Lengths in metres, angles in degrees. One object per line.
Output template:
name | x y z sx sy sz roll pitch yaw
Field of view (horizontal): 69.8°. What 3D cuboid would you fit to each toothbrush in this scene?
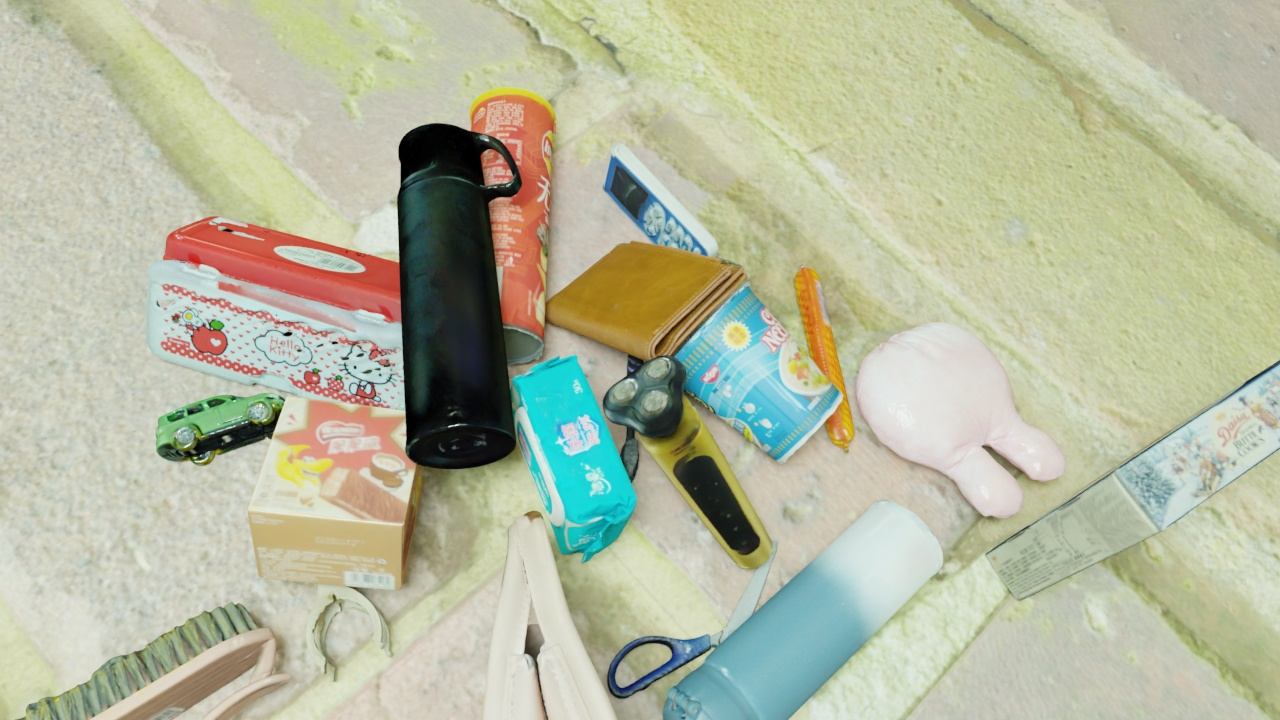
toothbrush | -0.004 0.004 0.712 0.014 0.017 0.188 5 64 -4

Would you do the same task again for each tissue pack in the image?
tissue pack | -0.049 0.070 0.634 0.050 0.093 0.133 -18 69 -18

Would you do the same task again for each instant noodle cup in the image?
instant noodle cup | 0.086 0.014 0.679 0.110 0.099 0.099 43 68 4

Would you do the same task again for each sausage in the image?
sausage | 0.145 -0.005 0.727 0.021 0.021 0.165 -4 66 -8

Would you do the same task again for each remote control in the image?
remote control | 0.015 -0.120 0.750 0.024 0.049 0.125 -35 74 -27

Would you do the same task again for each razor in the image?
razor | 0.040 0.076 0.630 0.062 0.067 0.167 -33 108 1

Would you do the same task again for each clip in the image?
clip | -0.213 0.167 0.607 0.104 0.035 0.086 42 68 17

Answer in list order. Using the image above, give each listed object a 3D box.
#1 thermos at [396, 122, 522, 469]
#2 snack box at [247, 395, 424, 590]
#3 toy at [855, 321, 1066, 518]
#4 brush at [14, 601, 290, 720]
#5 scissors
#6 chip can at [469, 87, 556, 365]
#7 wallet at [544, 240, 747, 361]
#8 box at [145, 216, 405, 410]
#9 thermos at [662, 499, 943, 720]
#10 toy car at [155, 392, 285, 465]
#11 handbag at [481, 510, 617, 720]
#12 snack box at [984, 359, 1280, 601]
thermos | -0.119 -0.054 0.621 0.090 0.068 0.242 -14 64 9
snack box | -0.194 0.087 0.601 0.092 0.077 0.094 7 45 -8
toy | 0.241 0.043 0.698 0.121 0.054 0.159 -32 70 -16
brush | -0.293 0.211 0.563 0.145 0.063 0.073 -29 68 -19
scissors | 0.057 0.204 0.631 0.162 0.012 0.162 -4 65 -9
chip can | -0.105 -0.107 0.718 0.073 0.073 0.216 2 66 -6
wallet | 0.005 -0.055 0.693 0.118 0.035 0.131 -40 37 -24
box | -0.252 -0.034 0.688 0.201 0.100 0.095 16 24 0
thermos | 0.108 0.182 0.610 0.220 0.070 0.070 -36 74 -23
toy car | -0.292 0.045 0.646 0.091 0.043 0.036 -15 68 -13
handbag | -0.056 0.201 0.533 0.093 0.194 0.233 -7 57 -12
snack box | 0.349 0.083 0.623 0.182 0.178 0.045 -27 68 -18
